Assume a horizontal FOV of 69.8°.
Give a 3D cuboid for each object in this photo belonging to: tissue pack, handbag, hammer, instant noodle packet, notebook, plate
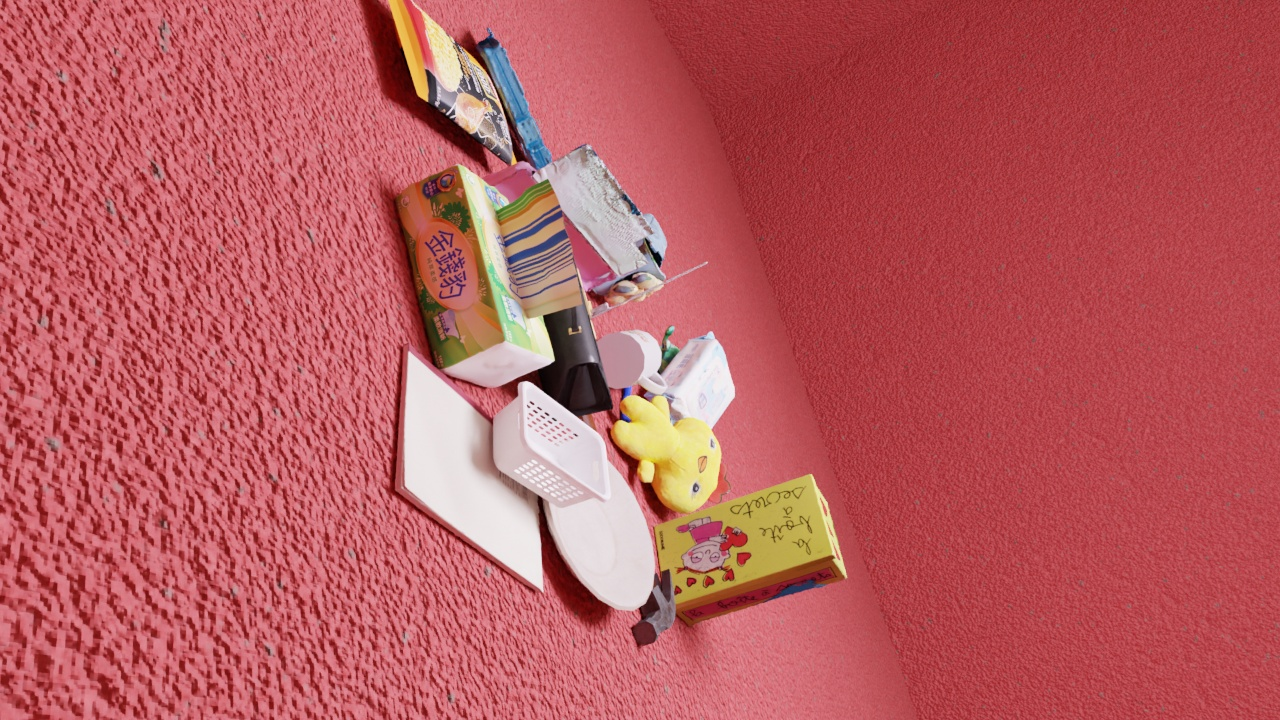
[{"bbox_3d":[-0.130,-0.090,0.874,0.120,0.142,0.197,14,55,-70],"label":"tissue pack"},{"bbox_3d":[-0.016,-0.144,1.376,0.118,0.122,0.191,63,12,-13],"label":"handbag"},{"bbox_3d":[-0.028,0.169,1.066,0.300,0.028,0.111,69,17,5],"label":"hammer"},{"bbox_3d":[0.083,0.049,1.393,0.181,0.070,0.112,-49,127,-41],"label":"tissue pack"},{"bbox_3d":[-0.214,-0.323,1.062,0.220,0.032,0.159,27,40,-66],"label":"instant noodle packet"},{"bbox_3d":[-0.145,0.098,0.811,0.209,0.012,0.152,52,21,-45],"label":"notebook"},{"bbox_3d":[-0.050,0.173,0.960,0.189,0.027,0.188,46,26,-31],"label":"plate"},{"bbox_3d":[-0.080,-0.056,0.968,0.196,0.072,0.175,100,-24,-65],"label":"handbag"}]

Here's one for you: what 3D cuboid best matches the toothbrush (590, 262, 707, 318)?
[{"bbox_3d":[0.009,-0.101,1.269,0.010,0.182,0.010,67,11,11],"label":"toothbrush"}]

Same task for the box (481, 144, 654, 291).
[{"bbox_3d":[-0.080,-0.166,1.109,0.230,0.160,0.035,46,29,-52],"label":"box"}]

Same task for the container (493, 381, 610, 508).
[{"bbox_3d":[-0.088,0.087,0.873,0.129,0.050,0.080,41,28,-40],"label":"container"}]

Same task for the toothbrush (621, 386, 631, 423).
[{"bbox_3d":[-0.017,0.039,1.297,0.016,0.018,0.182,33,29,-20],"label":"toothbrush"}]

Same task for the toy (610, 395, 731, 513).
[{"bbox_3d":[0.039,0.126,1.236,0.207,0.092,0.133,46,53,-37],"label":"toy"}]

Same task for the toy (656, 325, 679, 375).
[{"bbox_3d":[0.062,0.037,1.478,0.130,0.072,0.193,-83,156,-61],"label":"toy"}]

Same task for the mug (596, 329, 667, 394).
[{"bbox_3d":[-0.007,0.007,1.243,0.105,0.073,0.089,43,13,9],"label":"mug"}]

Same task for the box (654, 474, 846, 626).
[{"bbox_3d":[0.137,0.240,1.157,0.081,0.221,0.124,50,26,-45],"label":"box"}]

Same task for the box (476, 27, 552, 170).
[{"bbox_3d":[-0.163,-0.331,1.258,0.174,0.033,0.232,-117,-177,-61],"label":"box"}]
